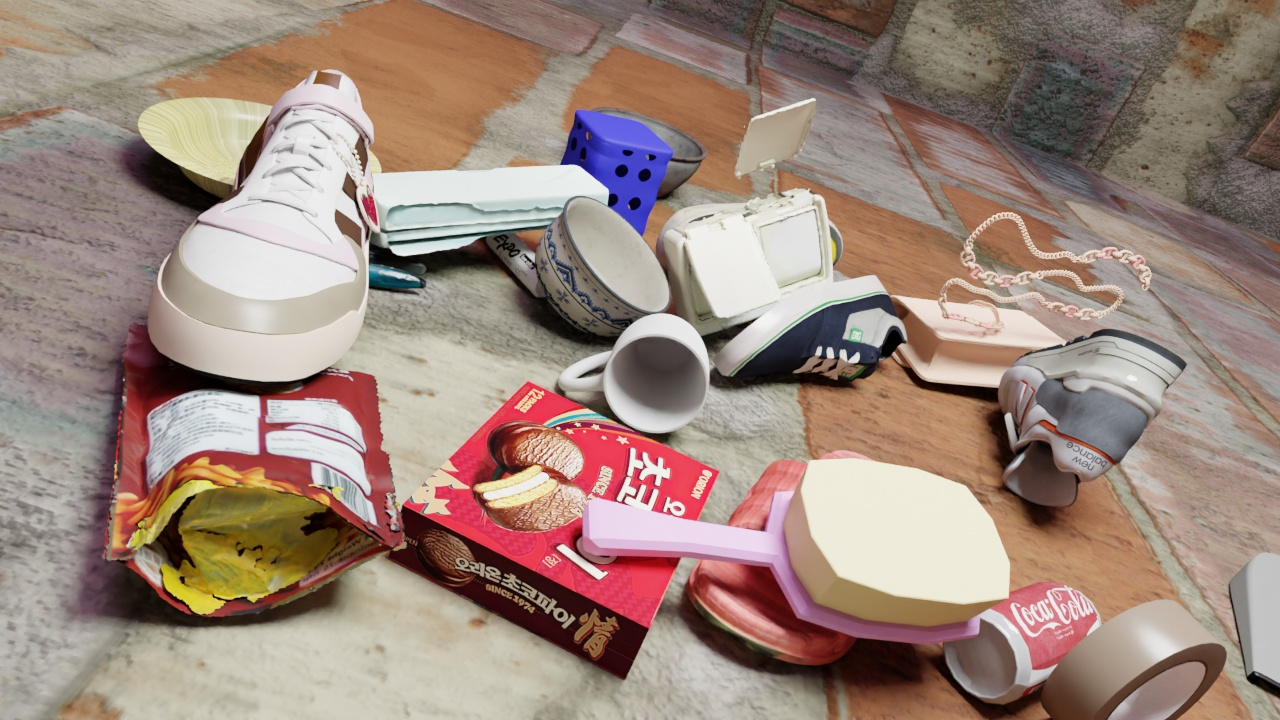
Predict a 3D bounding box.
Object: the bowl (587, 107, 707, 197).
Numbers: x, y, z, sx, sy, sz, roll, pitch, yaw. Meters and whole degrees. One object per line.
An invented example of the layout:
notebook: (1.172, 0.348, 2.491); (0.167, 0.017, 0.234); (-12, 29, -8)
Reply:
bowl: (0.000, -0.238, 1.080); (0.145, 0.067, 0.144); (16, 28, -9)

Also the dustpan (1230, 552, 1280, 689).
dustpan: (0.539, 0.206, 0.703); (0.163, 0.033, 0.256); (29, 38, 15)

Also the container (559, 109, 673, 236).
container: (-0.033, -0.170, 0.884); (0.084, 0.114, 0.085); (3, 33, -31)

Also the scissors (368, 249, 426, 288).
scissors: (-0.230, -0.071, 0.676); (0.135, 0.019, 0.129); (30, 29, 21)

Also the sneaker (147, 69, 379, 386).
sneaker: (-0.210, -0.101, 0.562); (0.111, 0.117, 0.293); (14, 30, -14)

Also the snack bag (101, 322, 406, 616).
snack bag: (-0.193, 0.034, 0.467); (0.138, 0.067, 0.208); (5, 25, -26)

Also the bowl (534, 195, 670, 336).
bowl: (-0.037, -0.068, 0.734); (0.115, 0.059, 0.115); (36, 31, -27)

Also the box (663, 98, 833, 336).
box: (0.094, -0.113, 0.753); (0.143, 0.182, 0.081); (-21, 28, -13)

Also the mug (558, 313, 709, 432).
mug: (-0.004, 0.004, 0.660); (0.107, 0.071, 0.089); (-6, 18, 7)

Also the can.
can: (0.224, 0.162, 0.534); (0.096, 0.054, 0.054); (-3, 36, -38)

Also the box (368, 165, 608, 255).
box: (-0.124, -0.127, 0.747); (0.198, 0.072, 0.086); (-11, 4, -32)

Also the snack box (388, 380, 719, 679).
snack box: (-0.039, 0.083, 0.510); (0.133, 0.036, 0.151); (25, 28, 7)

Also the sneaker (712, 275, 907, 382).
sneaker: (0.157, -0.013, 0.784); (0.234, 0.084, 0.079); (-17, 69, -45)

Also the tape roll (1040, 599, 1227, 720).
tape roll: (0.267, 0.174, 0.498); (0.093, 0.094, 0.030); (5, 32, -28)

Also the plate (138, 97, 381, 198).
plate: (-0.313, -0.163, 0.761); (0.184, 0.036, 0.184); (17, 29, -10)

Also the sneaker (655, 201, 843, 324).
sneaker: (0.142, -0.098, 0.905); (0.238, 0.086, 0.122); (-6, 32, -34)

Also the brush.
brush: (0.084, 0.092, 0.477); (0.228, 0.043, 0.089); (11, 44, -16)

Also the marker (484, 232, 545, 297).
marker: (-0.112, -0.096, 0.795); (0.025, 0.025, 0.126); (-4, 36, -39)

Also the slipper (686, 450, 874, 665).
slipper: (0.117, 0.100, 0.565); (0.103, 0.059, 0.248); (32, 28, 21)

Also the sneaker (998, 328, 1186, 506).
sneaker: (0.338, 0.058, 0.754); (0.089, 0.124, 0.240); (31, -11, 8)

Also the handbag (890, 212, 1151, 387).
handbag: (0.350, -0.068, 0.884); (0.198, 0.188, 0.116); (6, 31, -15)
